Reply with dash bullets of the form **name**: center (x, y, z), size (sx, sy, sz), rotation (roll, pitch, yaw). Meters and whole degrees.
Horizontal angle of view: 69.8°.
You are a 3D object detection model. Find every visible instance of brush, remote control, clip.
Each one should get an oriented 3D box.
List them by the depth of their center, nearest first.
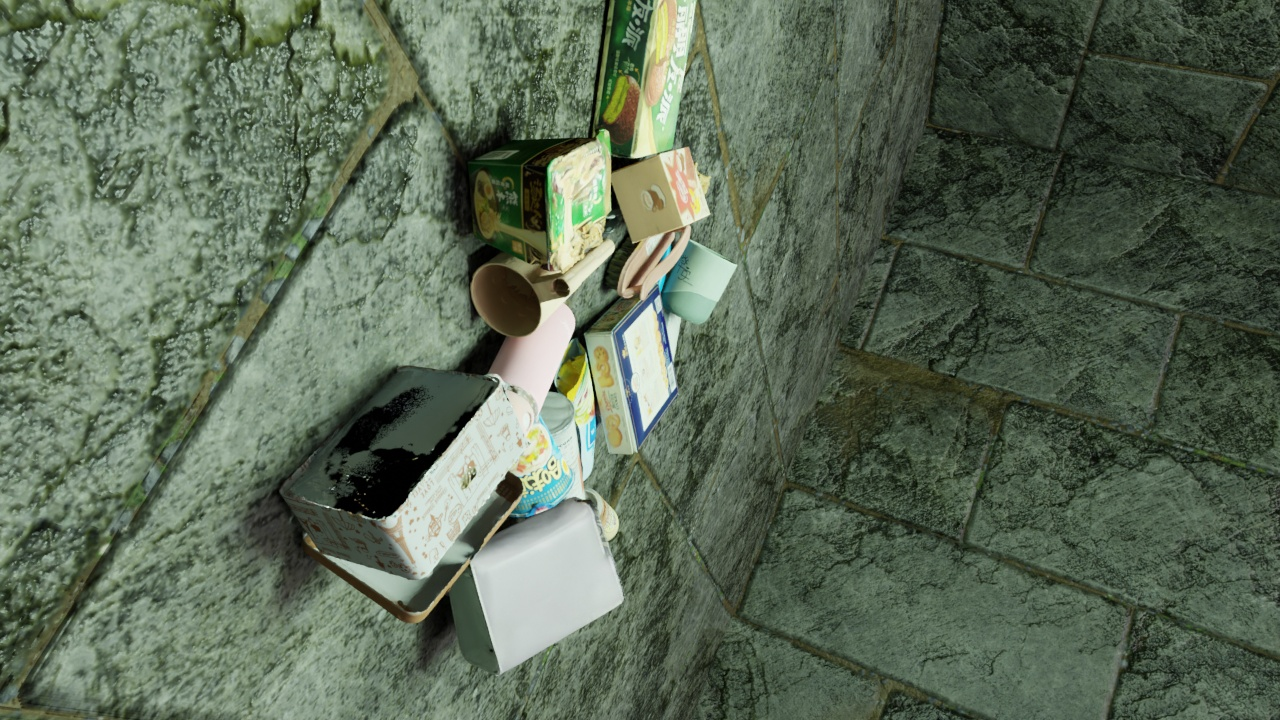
- **clip**: center (-0.031, -0.186, 1.168), size (0.056, 0.024, 0.028), rotation (-43, 143, -41)
- **brush**: center (0.010, -0.140, 1.238), size (0.145, 0.073, 0.063), rotation (-58, 156, -30)
- **brush**: center (0.042, -0.167, 1.348), size (0.083, 0.046, 0.255), rotation (-25, 135, -76)
- **remote control**: center (0.044, -0.051, 1.429), size (0.056, 0.019, 0.134), rotation (64, 32, -56)

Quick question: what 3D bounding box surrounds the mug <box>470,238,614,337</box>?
- **mug**: center (-0.097, -0.088, 0.940), size (0.103, 0.125, 0.084), rotation (-50, 122, -49)

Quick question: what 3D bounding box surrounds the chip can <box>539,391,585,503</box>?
- **chip can**: center (-0.109, 0.137, 1.169), size (0.071, 0.071, 0.215), rotation (-55, 154, -38)

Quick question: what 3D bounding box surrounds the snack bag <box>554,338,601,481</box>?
- **snack bag**: center (-0.078, 0.068, 1.221), size (0.191, 0.039, 0.110), rotation (81, 7, -49)

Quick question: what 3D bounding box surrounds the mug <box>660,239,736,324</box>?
- **mug**: center (0.075, -0.122, 1.383), size (0.082, 0.112, 0.106), rotation (14, 108, -47)

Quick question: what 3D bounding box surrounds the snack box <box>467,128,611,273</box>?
- **snack box**: center (-0.101, -0.160, 0.882), size (0.118, 0.106, 0.118), rotation (-46, 144, -52)

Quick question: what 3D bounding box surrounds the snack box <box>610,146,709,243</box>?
- **snack box**: center (0.026, -0.210, 1.161), size (0.094, 0.077, 0.093), rotation (-35, 108, -59)

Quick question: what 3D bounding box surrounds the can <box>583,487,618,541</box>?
- **can**: center (-0.072, 0.232, 1.365), size (0.058, 0.058, 0.116), rotation (-65, 159, -17)

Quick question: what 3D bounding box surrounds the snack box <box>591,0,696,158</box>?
- **snack box**: center (0.007, -0.360, 1.054), size (0.114, 0.063, 0.240), rotation (-36, 139, -60)

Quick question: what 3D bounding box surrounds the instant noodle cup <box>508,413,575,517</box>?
- **instant noodle cup**: center (-0.135, 0.102, 1.025), size (0.099, 0.099, 0.110), rotation (-50, 132, -46)

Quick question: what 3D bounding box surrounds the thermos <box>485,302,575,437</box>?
- **thermos**: center (-0.127, 0.007, 0.956), size (0.198, 0.067, 0.087), rotation (-70, 153, -48)

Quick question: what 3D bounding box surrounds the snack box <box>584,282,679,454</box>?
- **snack box**: center (-0.008, 0.007, 1.269), size (0.182, 0.046, 0.178), rotation (-49, 133, -56)

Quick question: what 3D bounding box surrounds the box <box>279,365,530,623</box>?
- **box**: center (-0.199, 0.123, 0.820), size (0.181, 0.149, 0.158), rotation (-54, 138, -40)

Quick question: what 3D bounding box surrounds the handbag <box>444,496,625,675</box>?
- **handbag**: center (-0.130, 0.262, 1.100), size (0.196, 0.099, 0.145), rotation (-20, 107, -40)
